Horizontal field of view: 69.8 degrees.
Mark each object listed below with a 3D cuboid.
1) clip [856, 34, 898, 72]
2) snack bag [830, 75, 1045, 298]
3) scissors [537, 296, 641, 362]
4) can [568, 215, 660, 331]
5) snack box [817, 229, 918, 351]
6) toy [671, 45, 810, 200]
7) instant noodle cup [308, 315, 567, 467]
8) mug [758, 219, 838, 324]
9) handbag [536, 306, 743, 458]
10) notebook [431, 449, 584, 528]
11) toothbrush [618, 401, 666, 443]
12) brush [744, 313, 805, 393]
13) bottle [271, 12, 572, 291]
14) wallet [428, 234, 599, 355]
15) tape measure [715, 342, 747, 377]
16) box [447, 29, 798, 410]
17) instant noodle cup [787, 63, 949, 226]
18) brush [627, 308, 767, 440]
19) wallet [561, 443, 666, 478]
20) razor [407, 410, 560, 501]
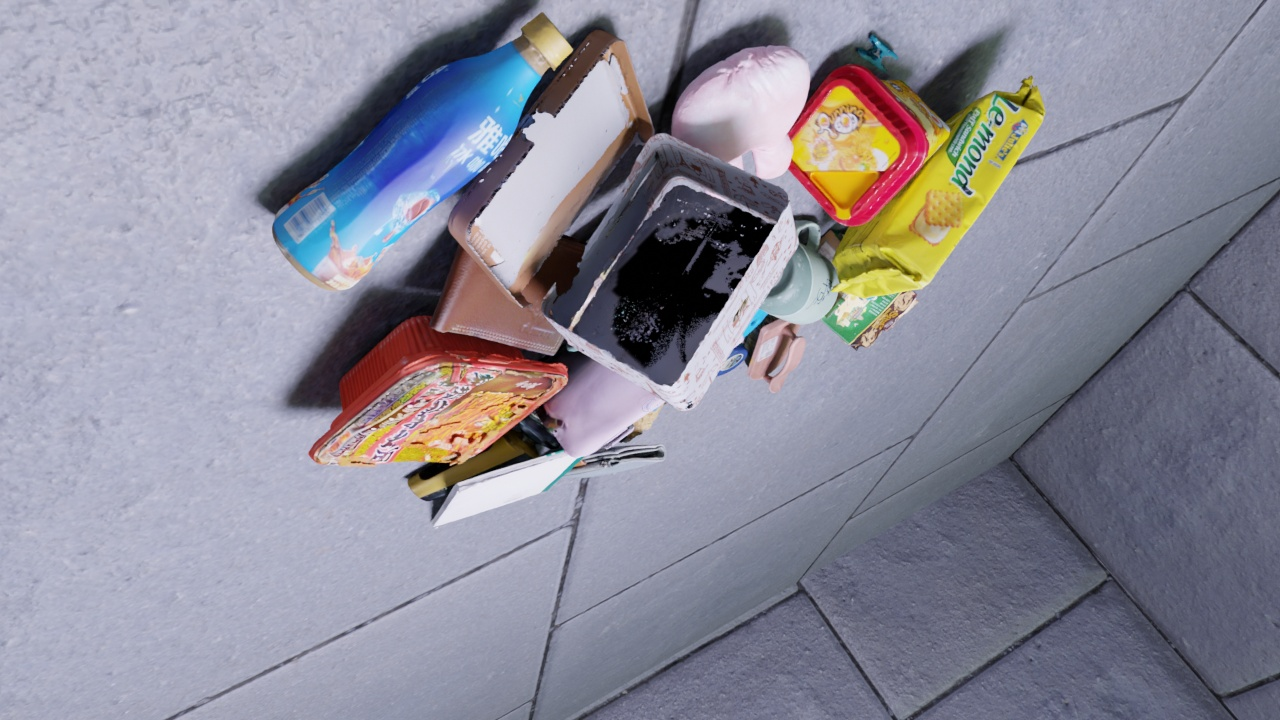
[{"bbox_3d":[0.213,-0.274,0.819,0.045,0.014,0.056,-46,155,25],"label":"clip"},{"bbox_3d":[0.294,-0.170,0.932,0.246,0.068,0.158,-53,-174,-4],"label":"snack bag"},{"bbox_3d":[-0.021,-0.049,0.868,0.180,0.019,0.171,-40,-173,-26],"label":"scissors"},{"bbox_3d":[-0.034,-0.079,0.807,0.116,0.058,0.058,-36,155,3],"label":"can"},{"bbox_3d":[0.243,-0.092,1.087,0.105,0.117,0.118,19,121,-46],"label":"snack box"},{"bbox_3d":[0.084,-0.192,0.755,0.121,0.054,0.159,-25,154,-4],"label":"toy"},{"bbox_3d":[-0.171,0.026,0.780,0.165,0.079,0.188,-35,156,28],"label":"instant noodle cup"},{"bbox_3d":[0.165,-0.101,1.002,0.106,0.082,0.112,13,97,-57],"label":"mug"},{"bbox_3d":[-0.005,0.005,0.890,0.197,0.098,0.145,-37,-172,2],"label":"handbag"},{"bbox_3d":[-0.149,0.143,1.028,0.150,0.012,0.210,-15,166,-25],"label":"notebook"},{"bbox_3d":[0.040,0.035,1.142,0.027,0.026,0.213,15,127,-44],"label":"toothbrush"},{"bbox_3d":[0.168,-0.012,1.161,0.063,0.073,0.146,-27,156,-18],"label":"brush"},{"bbox_3d":[-0.134,-0.134,0.579,0.219,0.065,0.065,-40,155,8],"label":"bottle"},{"bbox_3d":[-0.099,-0.059,0.729,0.124,0.032,0.101,13,104,-44],"label":"wallet"},{"bbox_3d":[0.106,-0.004,1.155,0.054,0.025,0.058,-17,154,-37],"label":"tape measure"},{"bbox_3d":[0.006,-0.090,0.661,0.180,0.157,0.198,-55,157,-9],"label":"box"},{"bbox_3d":[0.212,-0.201,0.841,0.123,0.116,0.116,-26,162,-46],"label":"instant noodle cup"},{"bbox_3d":[0.048,0.016,1.083,0.255,0.046,0.083,-38,152,20],"label":"brush"},{"bbox_3d":[-0.051,0.121,1.125,0.130,0.037,0.106,-15,167,34],"label":"wallet"},{"bbox_3d":[-0.168,0.101,0.983,0.167,0.062,0.068,-25,124,-8],"label":"razor"}]
